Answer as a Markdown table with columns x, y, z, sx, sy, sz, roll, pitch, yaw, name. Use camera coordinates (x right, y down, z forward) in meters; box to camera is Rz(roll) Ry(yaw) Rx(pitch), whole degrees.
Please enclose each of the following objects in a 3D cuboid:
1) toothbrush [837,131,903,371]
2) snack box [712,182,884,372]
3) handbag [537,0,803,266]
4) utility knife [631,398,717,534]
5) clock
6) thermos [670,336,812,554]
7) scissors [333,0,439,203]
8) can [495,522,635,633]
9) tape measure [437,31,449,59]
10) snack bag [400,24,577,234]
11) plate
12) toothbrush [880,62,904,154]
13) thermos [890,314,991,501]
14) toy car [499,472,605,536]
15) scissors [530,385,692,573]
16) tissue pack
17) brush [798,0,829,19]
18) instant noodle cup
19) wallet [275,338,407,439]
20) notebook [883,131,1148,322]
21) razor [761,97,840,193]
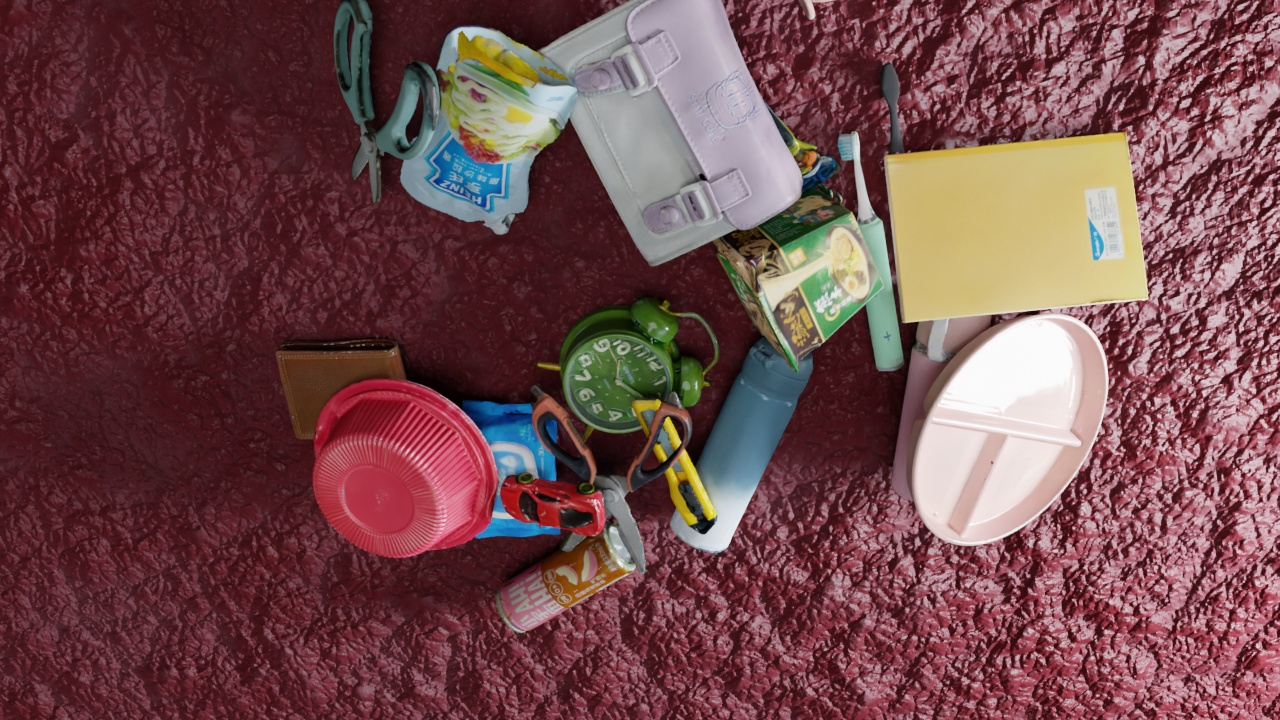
| x | y | z | sx | sy | sz | roll | pitch | yaw | name |
| --- | --- | --- | --- | --- | --- | --- | --- | --- | --- |
| 0.206 | -0.093 | 0.817 | 0.027 | 0.026 | 0.225 | -4 | 115 | 26 | toothbrush |
| 0.137 | -0.077 | 0.784 | 0.105 | 0.118 | 0.117 | -30 | 118 | 3 | snack box |
| 0.028 | -0.194 | 0.741 | 0.145 | 0.098 | 0.197 | -23 | 111 | 16 | handbag |
| 0.032 | 0.099 | 0.850 | 0.033 | 0.015 | 0.154 | -22 | 108 | 15 | utility knife |
| -0.005 | 0.005 | 0.855 | 0.161 | 0.056 | 0.116 | -25 | 111 | 13 | clock |
| 0.098 | 0.080 | 0.878 | 0.070 | 0.070 | 0.221 | 20 | 112 | -6 | thermos |
| -0.207 | -0.203 | 0.749 | 0.179 | 0.019 | 0.173 | 24 | 122 | 38 | scissors |
| -0.077 | 0.226 | 0.953 | 0.147 | 0.057 | 0.058 | -33 | 108 | 15 | can |
| -0.147 | -0.241 | 0.754 | 0.039 | 0.057 | 0.058 | 9 | 121 | -3 | tape measure |
| -0.130 | -0.179 | 0.754 | 0.110 | 0.038 | 0.192 | 19 | 143 | -16 | snack bag |
| 0.330 | 0.063 | 0.831 | 0.229 | 0.028 | 0.230 | -11 | 116 | -23 | plate |
| 0.224 | -0.163 | 0.796 | 0.014 | 0.017 | 0.189 | -11 | 116 | 8 | toothbrush |
| 0.273 | 0.037 | 0.840 | 0.067 | 0.087 | 0.199 | 17 | 119 | 29 | thermos |
| -0.084 | 0.137 | 0.863 | 0.106 | 0.031 | 0.049 | 9 | 121 | 17 | toy car |
| -0.024 | 0.108 | 0.855 | 0.189 | 0.015 | 0.222 | -18 | 110 | 24 | scissors |
| -0.129 | 0.112 | 0.909 | 0.095 | 0.052 | 0.157 | 0 | 113 | 3 | tissue pack |
| 0.110 | -0.336 | 0.698 | 0.073 | 0.063 | 0.145 | -39 | 108 | 13 | brush |
| -0.234 | 0.115 | 0.865 | 0.194 | 0.065 | 0.194 | 5 | 116 | 11 | instant noodle cup |
| -0.285 | 0.029 | 0.894 | 0.124 | 0.032 | 0.101 | -2 | 116 | 4 | wallet |
| 0.315 | -0.112 | 0.772 | 0.206 | 0.010 | 0.146 | -6 | 87 | 0 | notebook |
| 0.113 | -0.203 | 0.778 | 0.043 | 0.022 | 0.143 | -38 | 106 | 15 | razor |
